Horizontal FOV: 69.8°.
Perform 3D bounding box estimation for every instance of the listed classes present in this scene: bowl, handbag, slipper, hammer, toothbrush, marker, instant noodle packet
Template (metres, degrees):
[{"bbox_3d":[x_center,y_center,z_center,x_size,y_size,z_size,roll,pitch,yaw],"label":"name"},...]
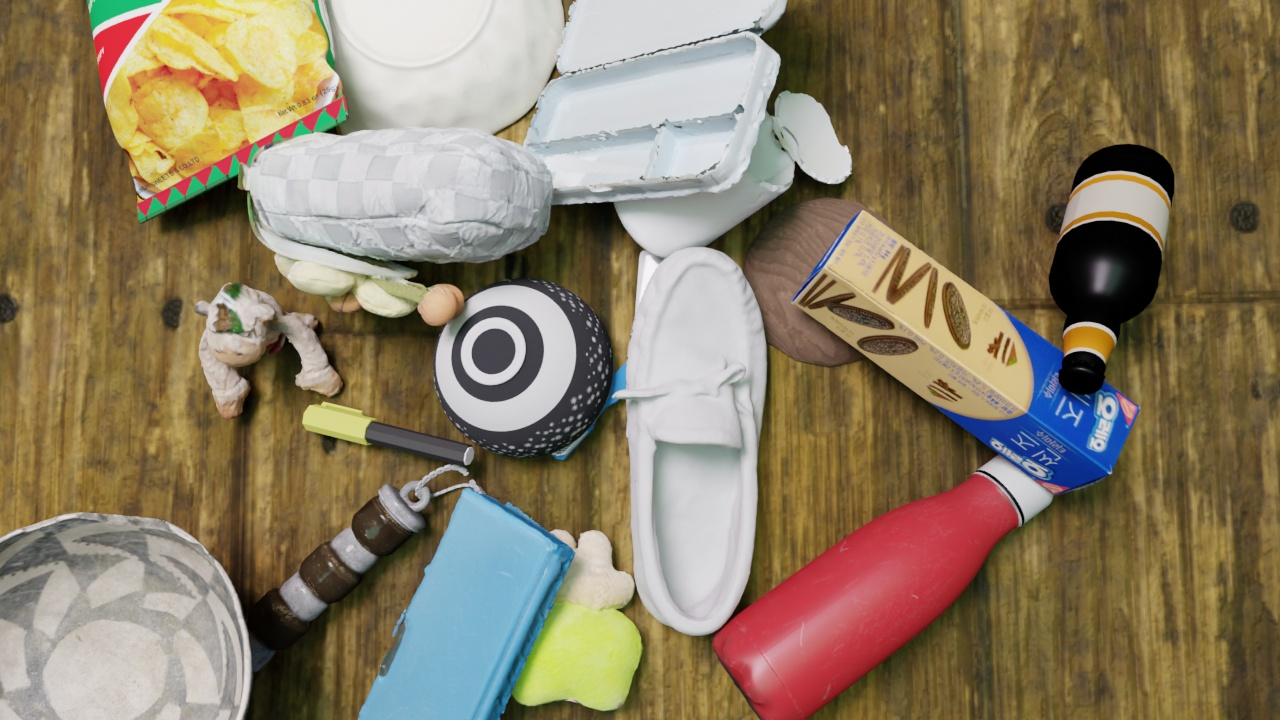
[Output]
[{"bbox_3d":[-0.083,0.000,0.594,0.120,0.066,0.120,-3,79,13],"label":"bowl"},{"bbox_3d":[-0.144,-0.084,0.572,0.172,0.112,0.123,2,92,21],"label":"handbag"},{"bbox_3d":[-0.308,0.179,0.519,0.178,0.081,0.178,3,73,-12],"label":"bowl"},{"bbox_3d":[0.033,0.051,0.582,0.112,0.075,0.246,3,89,-23],"label":"slipper"},{"bbox_3d":[-0.150,-0.244,0.633,0.188,0.060,0.219,23,88,5],"label":"bowl"},{"bbox_3d":[-0.244,0.175,0.602,0.326,0.079,0.177,-43,85,-6],"label":"hammer"},{"bbox_3d":[-0.004,0.004,0.615,0.016,0.014,0.167,45,96,13],"label":"toothbrush"},{"bbox_3d":[0.128,-0.056,0.617,0.118,0.030,0.118,0,85,3],"label":"bowl"},{"bbox_3d":[-0.170,0.050,0.619,0.124,0.017,0.021,11,51,16],"label":"marker"},{"bbox_3d":[-0.292,-0.242,0.612,0.196,0.090,0.252,-17,82,24],"label":"instant noodle packet"}]

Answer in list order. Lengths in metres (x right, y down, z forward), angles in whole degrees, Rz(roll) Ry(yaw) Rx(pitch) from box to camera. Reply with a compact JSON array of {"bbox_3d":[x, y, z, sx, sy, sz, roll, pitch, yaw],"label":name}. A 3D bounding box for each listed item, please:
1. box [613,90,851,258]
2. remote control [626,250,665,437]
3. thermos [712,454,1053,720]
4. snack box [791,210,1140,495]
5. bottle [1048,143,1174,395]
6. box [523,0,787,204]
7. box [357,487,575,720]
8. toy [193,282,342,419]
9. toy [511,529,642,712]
[{"bbox_3d":[0.062,-0.124,0.616,0.106,0.150,0.080,-30,79,42],"label":"box"},{"bbox_3d":[0.012,-0.010,0.628,0.033,0.012,0.131,3,86,11],"label":"remote control"},{"bbox_3d":[0.159,0.136,0.579,0.239,0.073,0.073,-34,84,-8],"label":"thermos"},{"bbox_3d":[0.196,-0.004,0.558,0.207,0.057,0.056,36,64,3],"label":"snack box"},{"bbox_3d":[0.281,-0.054,0.555,0.059,0.059,0.181,27,58,5],"label":"bottle"},{"bbox_3d":[0.006,-0.187,0.572,0.209,0.037,0.188,5,73,47],"label":"box"},{"bbox_3d":[-0.119,0.205,0.586,0.093,0.052,0.231,23,87,33],"label":"box"},{"bbox_3d":[-0.248,-0.014,0.601,0.085,0.106,0.074,-3,64,-5],"label":"toy"},{"bbox_3d":[-0.044,0.169,0.602,0.092,0.046,0.115,2,79,2],"label":"toy"}]
